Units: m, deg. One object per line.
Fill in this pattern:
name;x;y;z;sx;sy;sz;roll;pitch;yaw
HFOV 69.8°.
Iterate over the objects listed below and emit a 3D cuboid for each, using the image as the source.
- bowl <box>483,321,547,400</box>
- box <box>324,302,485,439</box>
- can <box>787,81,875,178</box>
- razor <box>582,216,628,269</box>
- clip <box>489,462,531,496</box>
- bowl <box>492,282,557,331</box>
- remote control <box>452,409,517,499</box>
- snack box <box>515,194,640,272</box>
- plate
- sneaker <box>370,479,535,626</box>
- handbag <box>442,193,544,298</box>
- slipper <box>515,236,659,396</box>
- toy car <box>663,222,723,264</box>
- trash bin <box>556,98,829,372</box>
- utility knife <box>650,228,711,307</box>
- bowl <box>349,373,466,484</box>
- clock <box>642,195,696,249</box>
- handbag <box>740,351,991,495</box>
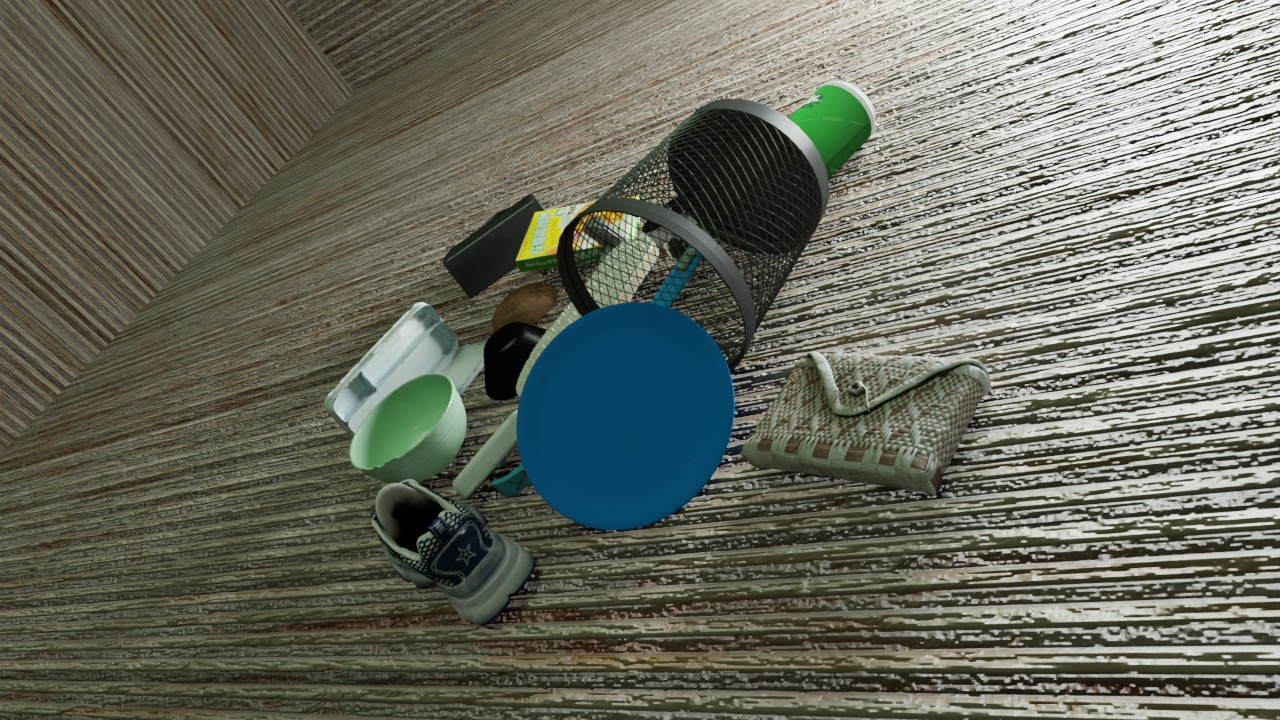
bowl;-0.163;-0.012;1.175;0.124;0.052;0.123;-25;32;17
box;-0.305;0.019;1.226;0.129;0.105;0.209;1;47;40
can;0.214;-0.268;1.117;0.139;0.088;0.088;-45;32;-15
razor;-0.050;-0.116;1.202;0.047;0.088;0.116;3;67;46
clip;-0.107;0.103;0.980;0.123;0.033;0.120;-28;20;33
bowl;-0.171;-0.081;1.302;0.114;0.026;0.101;2;48;46
remote control;-0.161;0.103;1.010;0.114;0.028;0.060;-49;0;-2
snack box;-0.086;-0.185;1.324;0.168;0.027;0.131;-8;39;16
plate;-0.015;0.053;0.887;0.225;0.024;0.224;-7;71;20
sneaker;-0.221;0.162;0.920;0.103;0.132;0.270;-50;32;-19
handbag;-0.235;-0.210;1.510;0.176;0.072;0.195;-34;27;3
slipper;-0.056;-0.045;1.118;0.115;0.052;0.262;1;51;48
toy car;0.086;-0.155;1.139;0.113;0.039;0.039;-33;60;7
trash bin;0.066;-0.134;0.968;0.218;0.218;0.226;0;42;44
utility knife;0.054;-0.116;1.103;0.031;0.015;0.220;26;76;28
bowl;-0.268;0.094;1.110;0.151;0.077;0.150;-24;35;18
clock;0.059;-0.188;1.194;0.123;0.035;0.094;-21;25;39
handbag;0.182;0.044;0.766;0.186;0.047;0.123;3;49;47
